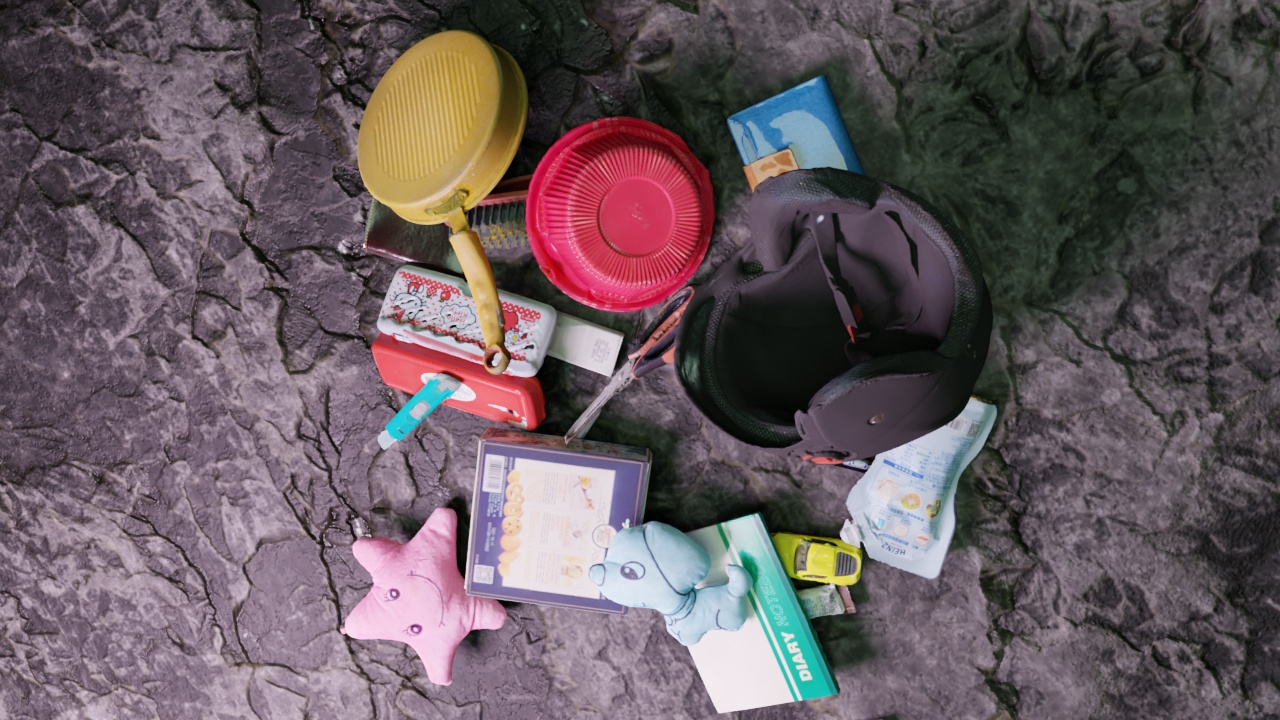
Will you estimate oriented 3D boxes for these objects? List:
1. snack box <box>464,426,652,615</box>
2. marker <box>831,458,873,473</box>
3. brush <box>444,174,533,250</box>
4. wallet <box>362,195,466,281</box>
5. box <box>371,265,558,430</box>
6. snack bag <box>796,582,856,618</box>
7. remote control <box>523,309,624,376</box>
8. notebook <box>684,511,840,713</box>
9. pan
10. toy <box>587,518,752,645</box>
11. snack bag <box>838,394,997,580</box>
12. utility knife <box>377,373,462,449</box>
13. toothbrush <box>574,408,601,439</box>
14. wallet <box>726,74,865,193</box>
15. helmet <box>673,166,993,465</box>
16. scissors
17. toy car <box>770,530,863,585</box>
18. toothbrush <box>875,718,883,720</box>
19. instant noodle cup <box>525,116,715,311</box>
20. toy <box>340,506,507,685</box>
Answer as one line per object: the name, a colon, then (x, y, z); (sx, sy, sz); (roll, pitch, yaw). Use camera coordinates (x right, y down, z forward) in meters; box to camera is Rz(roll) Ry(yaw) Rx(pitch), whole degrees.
snack box: (-0.090, 0.174, 0.992); (0.182, 0.045, 0.178); (8, 102, -1)
marker: (0.206, 0.101, 0.945); (0.124, 0.015, 0.018); (15, 108, 7)
brush: (-0.133, -0.156, 0.949); (0.146, 0.063, 0.069); (-5, 64, 8)
wallet: (-0.236, -0.148, 0.998); (0.122, 0.020, 0.096); (17, 103, 7)
box: (-0.190, -0.011, 0.977); (0.201, 0.073, 0.155); (16, 112, 18)
snack bag: (0.172, 0.259, 0.974); (0.104, 0.026, 0.048); (-20, 95, 14)
remote control: (-0.081, -0.025, 0.982); (0.125, 0.024, 0.049); (18, 105, 8)
notebook: (0.105, 0.274, 0.981); (0.151, 0.012, 0.209); (-23, 94, 30)
pan: (-0.179, -0.158, 0.900); (0.198, 0.078, 0.356); (-22, 66, 26)
toy: (0.031, 0.226, 0.953); (0.161, 0.049, 0.156); (-18, 98, 5)
snack bag: (0.275, 0.116, 0.914); (0.110, 0.039, 0.191); (18, 99, -5)
utility knife: (-0.248, 0.059, 1.006); (0.029, 0.013, 0.180); (44, 132, -10)
toothbrush: (-0.095, 0.126, 1.014); (0.021, 0.029, 0.189); (45, 109, 41)
wallet: (0.154, -0.196, 0.892); (0.106, 0.040, 0.133); (-22, 94, 11)
helmet: (0.175, -0.023, 0.821); (0.275, 0.230, 0.233); (-24, 58, 26)
scissors: (-0.005, 0.013, 0.932); (0.015, 0.192, 0.206); (37, 67, -26)
toy car: (0.177, 0.205, 0.951); (0.105, 0.032, 0.048); (4, 80, 19)
toothbrush: (0.160, 0.427, 1.008); (0.225, 0.026, 0.027); (-22, 73, 15)
instant noodle cup: (-0.011, -0.140, 0.885); (0.193, 0.066, 0.194); (-2, 100, -14)
toy: (-0.254, 0.280, 1.046); (0.178, 0.074, 0.194); (-25, 91, 1)
